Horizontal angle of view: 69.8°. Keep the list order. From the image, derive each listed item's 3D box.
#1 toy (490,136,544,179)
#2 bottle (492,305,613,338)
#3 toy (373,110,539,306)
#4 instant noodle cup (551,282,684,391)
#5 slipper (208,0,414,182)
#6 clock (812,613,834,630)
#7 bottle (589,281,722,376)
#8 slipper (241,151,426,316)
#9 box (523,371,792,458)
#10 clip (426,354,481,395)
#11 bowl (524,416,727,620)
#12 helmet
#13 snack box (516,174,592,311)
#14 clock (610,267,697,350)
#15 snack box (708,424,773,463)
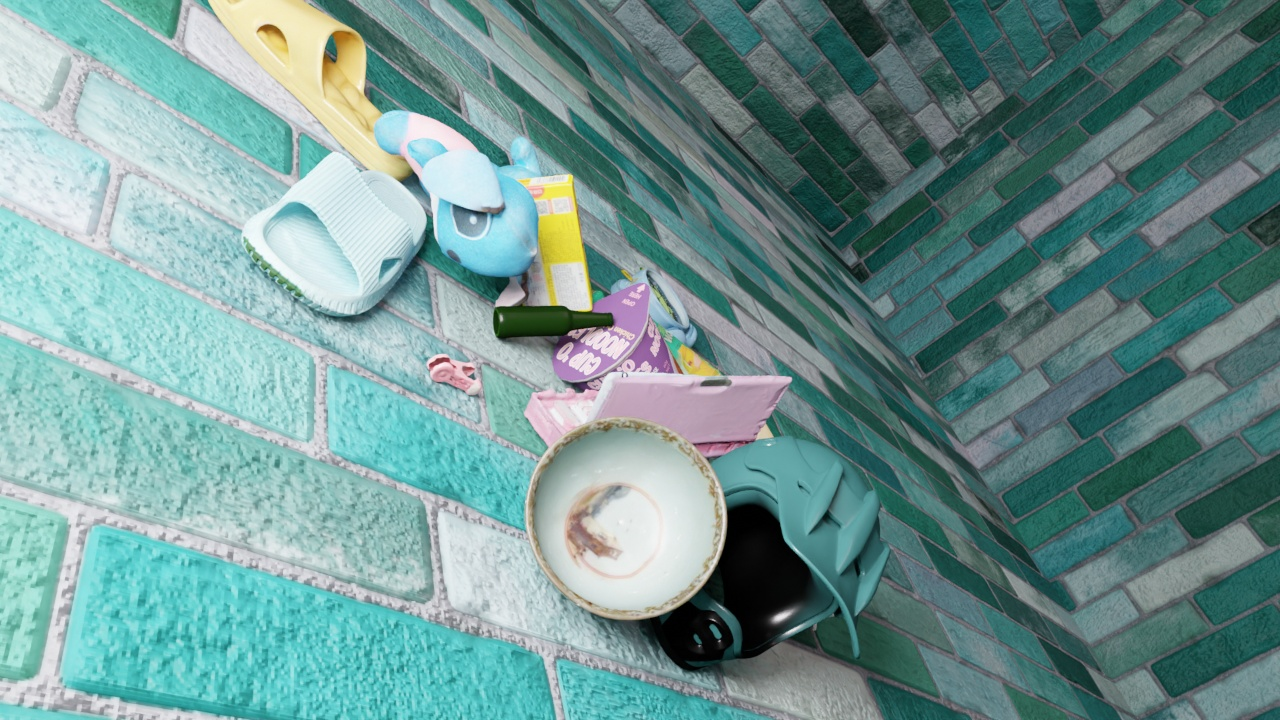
[{"bbox_3d":[-0.156,-0.196,1.027,0.180,0.115,0.183,42,-3,-31],"label":"toy"},{"bbox_3d":[-0.087,-0.040,0.935,0.122,0.033,0.033,-2,47,-22],"label":"bottle"},{"bbox_3d":[-0.166,-0.148,0.884,0.191,0.099,0.224,47,-11,25],"label":"toy"},{"bbox_3d":[-0.006,0.006,1.000,0.122,0.136,0.122,49,-14,-34],"label":"instant noodle cup"},{"bbox_3d":[-0.313,-0.299,0.925,0.263,0.078,0.099,49,18,-8],"label":"slipper"},{"bbox_3d":[0.201,0.240,1.067,0.158,0.061,0.120,-28,99,-55],"label":"clock"},{"bbox_3d":[-0.003,-0.020,1.094,0.209,0.068,0.068,38,21,1],"label":"bottle"},{"bbox_3d":[-0.239,-0.119,0.792,0.116,0.070,0.275,49,19,-15],"label":"slipper"},{"bbox_3d":[0.022,0.033,0.884,0.232,0.116,0.106,2,31,-38],"label":"box"},{"bbox_3d":[-0.159,0.016,0.798,0.045,0.023,0.060,53,15,8],"label":"clip"},{"bbox_3d":[-0.018,0.134,0.752,0.160,0.159,0.094,55,-20,10],"label":"bowl"},{"bbox_3d":[0.126,0.173,0.839,0.176,0.201,0.274,59,21,-8],"label":"helmet"},{"bbox_3d":[-0.098,-0.119,0.968,0.025,0.075,0.152,-89,173,-55],"label":"snack box"},{"bbox_3d":[0.024,-0.055,1.250,0.162,0.060,0.118,56,19,1],"label":"clock"},{"bbox_3d":[0.150,0.141,1.175,0.141,0.044,0.193,58,20,-10],"label":"snack box"}]
